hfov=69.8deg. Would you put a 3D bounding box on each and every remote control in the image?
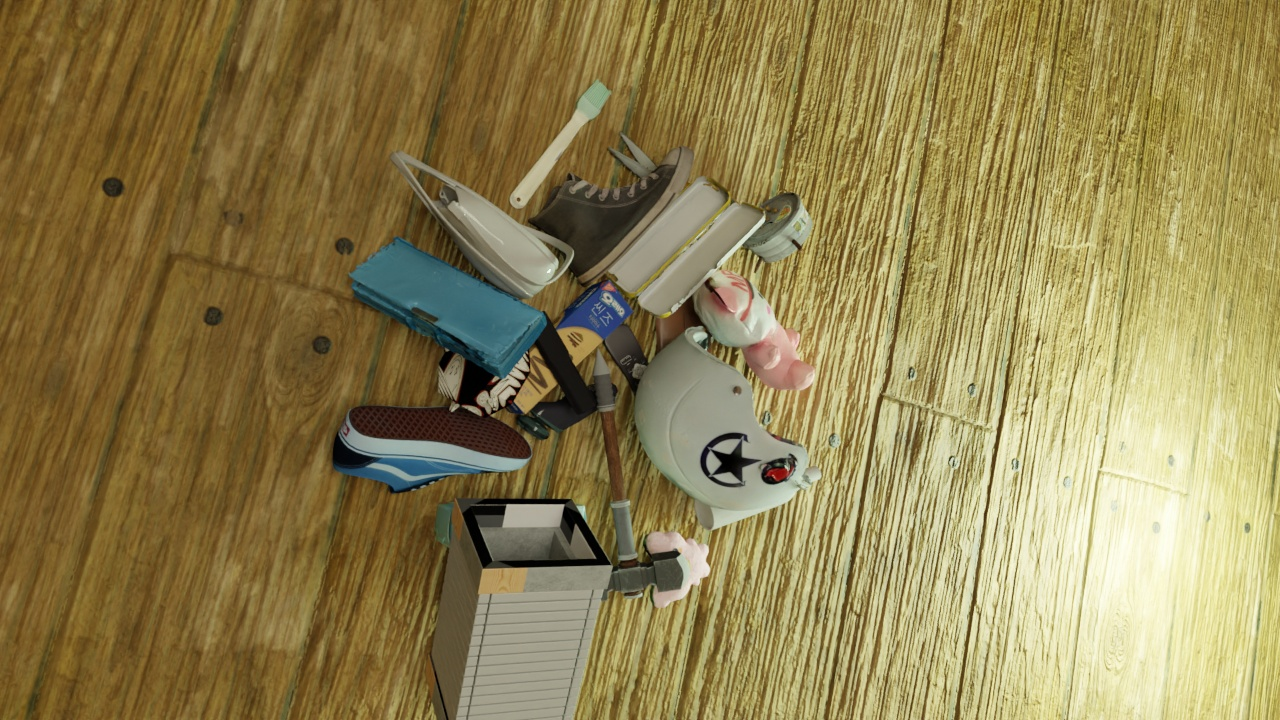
[{"bbox_3d":[-0.007,0.007,1.251,0.046,0.009,0.124,-35,102,-22],"label":"remote control"},{"bbox_3d":[-0.098,0.003,1.143,0.032,0.015,0.136,-33,99,-23],"label":"remote control"}]

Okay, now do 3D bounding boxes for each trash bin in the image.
[{"bbox_3d":[-0.146,0.301,1.049,0.142,0.142,0.247,4,111,-25],"label":"trash bin"}]

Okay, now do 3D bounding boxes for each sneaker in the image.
[{"bbox_3d":[-0.033,-0.220,1.203,0.234,0.095,0.120,-45,105,-6],"label":"sneaker"},{"bbox_3d":[-0.255,0.114,1.112,0.240,0.083,0.098,10,126,-35],"label":"sneaker"}]

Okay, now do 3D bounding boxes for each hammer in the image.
[{"bbox_3d":[-0.032,0.146,1.182,0.156,0.043,0.322,-8,92,-2],"label":"hammer"}]

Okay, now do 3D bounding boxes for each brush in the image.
[{"bbox_3d":[-0.107,-0.287,1.221,0.033,0.012,0.217,39,74,-19],"label":"brush"}]

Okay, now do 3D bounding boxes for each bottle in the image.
[{"bbox_3d":[0.172,0.187,1.301,0.194,0.053,0.052,-15,93,-25],"label":"bottle"}]

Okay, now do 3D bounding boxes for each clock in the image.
[{"bbox_3d":[0.196,-0.199,1.314,0.056,0.104,0.147,44,40,-26],"label":"clock"},{"bbox_3d":[-0.189,-0.013,1.107,0.065,0.115,0.154,36,59,-45],"label":"clock"}]

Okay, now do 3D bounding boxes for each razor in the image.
[{"bbox_3d":[-0.092,0.061,1.194,0.142,0.047,0.052,-26,122,-26],"label":"razor"}]

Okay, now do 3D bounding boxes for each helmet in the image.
[{"bbox_3d":[0.096,0.099,1.189,0.164,0.236,0.264,-39,119,4],"label":"helmet"}]

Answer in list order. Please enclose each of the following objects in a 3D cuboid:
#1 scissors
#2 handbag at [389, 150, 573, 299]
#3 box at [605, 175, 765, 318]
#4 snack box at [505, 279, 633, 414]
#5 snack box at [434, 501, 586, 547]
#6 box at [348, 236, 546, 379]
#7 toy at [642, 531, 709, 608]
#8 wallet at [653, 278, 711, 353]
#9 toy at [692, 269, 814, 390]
[{"bbox_3d":[0.054,-0.240,1.289,0.161,0.016,0.225,-40,102,-19],"label":"scissors"},{"bbox_3d":[-0.194,-0.170,1.064,0.222,0.216,0.095,41,88,-22],"label":"handbag"},{"bbox_3d":[0.060,-0.154,1.232,0.209,0.130,0.039,-45,149,-12],"label":"box"},{"bbox_3d":[-0.102,-0.019,1.183,0.206,0.057,0.056,-44,106,-20],"label":"snack box"},{"bbox_3d":[-0.160,0.202,1.135,0.174,0.075,0.053,2,85,-25],"label":"snack box"},{"bbox_3d":[-0.226,-0.069,1.060,0.232,0.048,0.093,28,67,21],"label":"box"},{"bbox_3d":[0.050,0.278,1.240,0.093,0.050,0.102,-3,89,-16],"label":"toy"},{"bbox_3d":[0.059,-0.055,1.283,0.087,0.013,0.121,0,84,-26],"label":"wallet"},{"bbox_3d":[0.149,-0.048,1.266,0.084,0.141,0.213,-37,120,18],"label":"toy"}]
